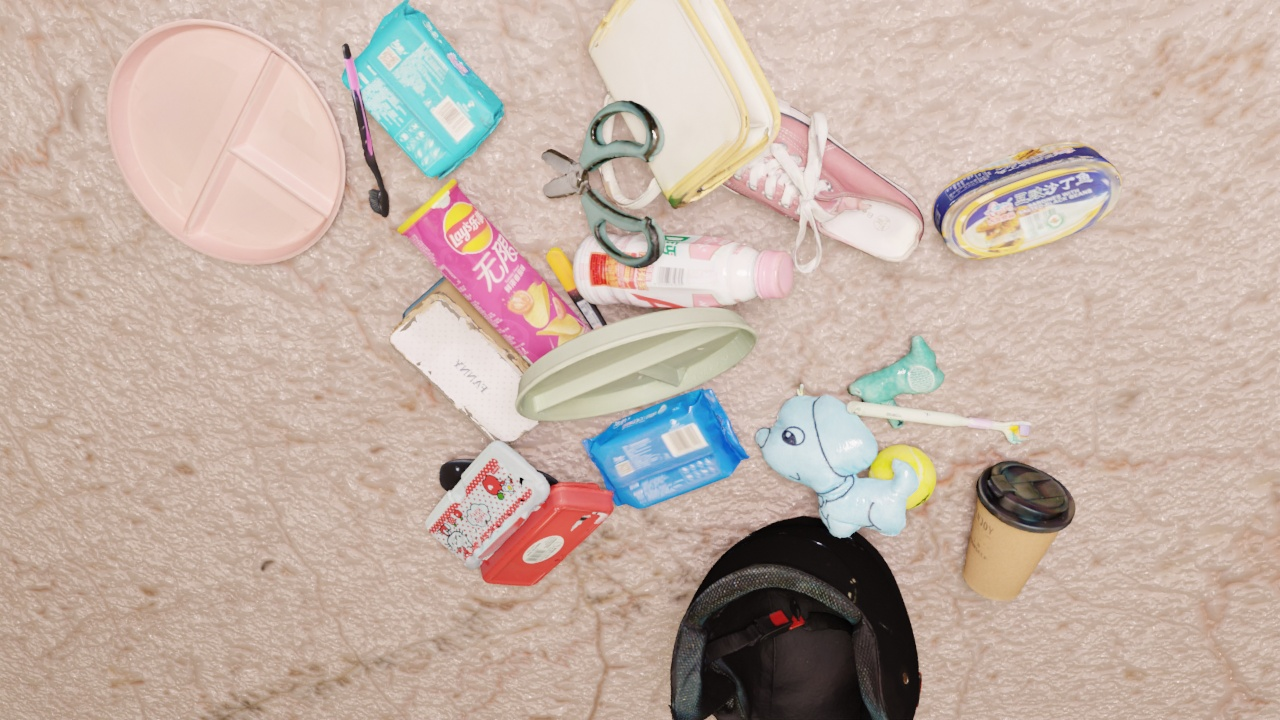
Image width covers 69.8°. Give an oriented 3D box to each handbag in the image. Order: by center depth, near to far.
[{"bbox_3d":[0.018,-0.211,0.765,0.179,0.063,0.163,-35,80,45],"label":"handbag"}]

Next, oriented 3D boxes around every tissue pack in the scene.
[{"bbox_3d":[-0.191,-0.235,0.807,0.093,0.050,0.133,-34,108,24],"label":"tissue pack"},{"bbox_3d":[0.024,0.092,0.950,0.157,0.052,0.095,-23,111,18],"label":"tissue pack"}]

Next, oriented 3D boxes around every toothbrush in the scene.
[{"bbox_3d":[-0.246,-0.199,0.815,0.018,0.014,0.190,17,143,10],"label":"toothbrush"},{"bbox_3d":[0.292,0.058,0.900,0.189,0.020,0.029,9,124,-9],"label":"toothbrush"}]

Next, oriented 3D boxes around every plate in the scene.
[{"bbox_3d":[-0.005,0.005,0.839,0.231,0.230,0.027,-23,73,18],"label":"plate"},{"bbox_3d":[-0.385,-0.201,0.862,0.229,0.028,0.230,3,119,6],"label":"plate"}]

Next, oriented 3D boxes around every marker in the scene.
[{"bbox_3d":[-0.056,-0.058,0.904,0.018,0.015,0.124,-23,115,19],"label":"marker"}]

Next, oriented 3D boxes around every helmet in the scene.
[{"bbox_3d":[0.167,0.298,0.941,0.234,0.229,0.275,-5,117,26],"label":"helmet"}]

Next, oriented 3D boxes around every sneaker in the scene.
[{"bbox_3d":[0.139,-0.153,0.786,0.241,0.087,0.118,29,117,-5],"label":"sneaker"}]

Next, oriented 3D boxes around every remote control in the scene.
[{"bbox_3d":[-0.152,0.133,1.009,0.136,0.024,0.053,9,122,1],"label":"remote control"}]

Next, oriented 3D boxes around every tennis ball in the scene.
[{"bbox_3d":[0.264,0.118,0.926,0.065,0.065,0.065,3,118,5],"label":"tennis ball"}]

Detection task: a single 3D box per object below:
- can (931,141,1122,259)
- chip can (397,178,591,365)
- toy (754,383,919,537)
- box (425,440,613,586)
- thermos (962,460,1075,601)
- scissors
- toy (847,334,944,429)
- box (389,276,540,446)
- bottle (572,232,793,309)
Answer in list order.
[{"bbox_3d":[0.331,-0.137,0.793,0.148,0.049,0.075,-17,114,15],"label":"can"},{"bbox_3d":[-0.131,-0.071,0.875,0.072,0.071,0.210,-36,109,22],"label":"chip can"},{"bbox_3d":[0.191,0.098,0.911,0.162,0.049,0.156,-8,86,30],"label":"toy"},{"bbox_3d":[-0.136,0.174,0.986,0.160,0.063,0.202,27,133,-17],"label":"box"},{"bbox_3d":[0.376,0.174,0.933,0.093,0.092,0.143,7,126,3],"label":"thermos"},{"bbox_3d":[-0.031,-0.139,0.795,0.177,0.019,0.172,-9,98,50],"label":"scissors"},{"bbox_3d":[0.253,0.025,0.901,0.092,0.030,0.096,-24,120,23],"label":"toy"},{"bbox_3d":[-0.167,-0.003,0.921,0.090,0.063,0.184,-34,106,21],"label":"box"},{"bbox_3d":[0.037,-0.079,0.814,0.197,0.068,0.068,5,120,30],"label":"bottle"}]
